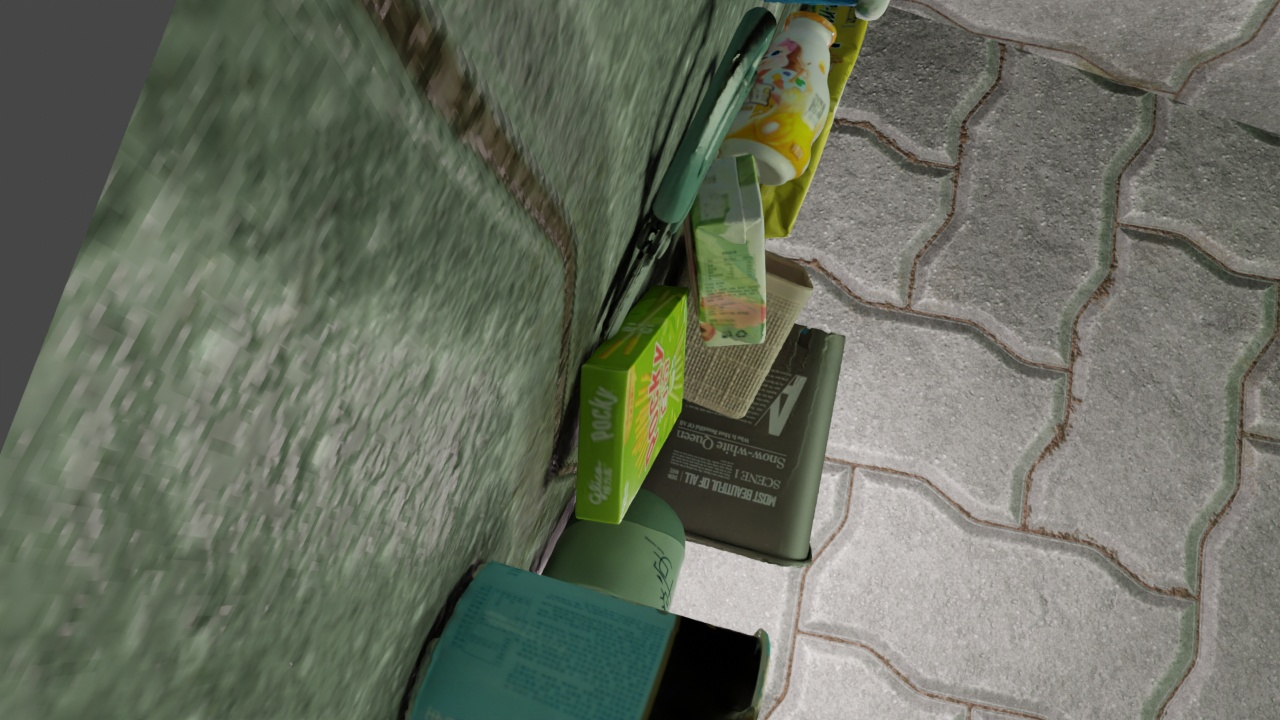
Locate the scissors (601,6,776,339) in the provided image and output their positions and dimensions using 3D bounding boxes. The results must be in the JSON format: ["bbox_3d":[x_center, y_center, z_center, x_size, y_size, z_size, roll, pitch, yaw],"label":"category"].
[{"bbox_3d":[0.022,-0.086,0.462,0.161,0.019,0.179,-63,179,-74],"label":"scissors"}]

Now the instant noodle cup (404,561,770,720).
[{"bbox_3d":[-0.024,0.137,0.365,0.111,0.120,0.111,25,88,-85],"label":"instant noodle cup"}]

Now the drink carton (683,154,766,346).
[{"bbox_3d":[0.051,-0.062,0.555,0.123,0.045,0.053,76,9,-57],"label":"drink carton"}]

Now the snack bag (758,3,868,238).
[{"bbox_3d":[0.157,-0.246,0.884,0.158,0.068,0.245,103,10,-49],"label":"snack bag"}]

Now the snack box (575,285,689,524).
[{"bbox_3d":[-0.001,0.017,0.513,0.156,0.026,0.086,-53,148,-67],"label":"snack box"}]

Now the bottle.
[{"bbox_3d":[0.093,-0.171,0.597,0.063,0.063,0.108,79,33,-79],"label":"bottle"}]

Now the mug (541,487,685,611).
[{"bbox_3d":[-0.013,0.149,0.585,0.112,0.082,0.106,66,23,-22],"label":"mug"}]

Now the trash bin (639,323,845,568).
[{"bbox_3d":[0.098,0.063,0.910,0.198,0.199,0.220,-17,122,-82],"label":"trash bin"}]

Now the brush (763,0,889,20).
[{"bbox_3d":[0.132,-0.237,0.506,0.313,0.109,0.061,-60,167,-53],"label":"brush"}]

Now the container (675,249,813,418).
[{"bbox_3d":[0.061,-0.028,0.675,0.089,0.090,0.111,-73,-175,-71],"label":"container"}]
